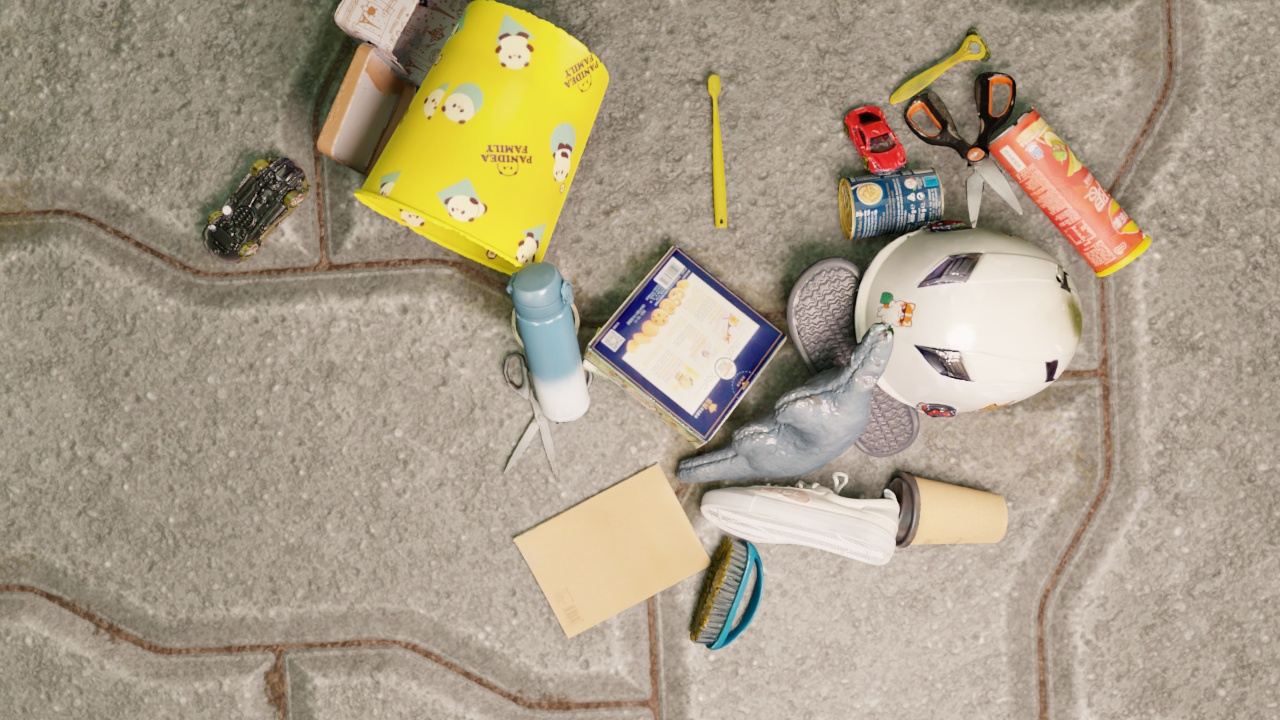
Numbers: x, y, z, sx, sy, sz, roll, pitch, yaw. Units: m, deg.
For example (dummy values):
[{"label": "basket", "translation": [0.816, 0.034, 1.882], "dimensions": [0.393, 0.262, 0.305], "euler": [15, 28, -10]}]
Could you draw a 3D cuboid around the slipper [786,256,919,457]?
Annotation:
[{"label": "slipper", "translation": [0.258, -0.006, 1.128], "dimensions": [0.111, 0.083, 0.268], "euler": [-23, 108, 13]}]

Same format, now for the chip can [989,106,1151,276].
[{"label": "chip can", "translation": [0.513, -0.202, 1.107], "dimensions": [0.073, 0.073, 0.216], "euler": [-42, 90, 3]}]

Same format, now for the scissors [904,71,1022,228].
[{"label": "scissors", "translation": [0.396, -0.257, 1.070], "dimensions": [0.204, 0.022, 0.224], "euler": [-42, 51, -1]}]

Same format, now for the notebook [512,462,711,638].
[{"label": "notebook", "translation": [-0.036, 0.245, 1.175], "dimensions": [0.211, 0.012, 0.149], "euler": [-28, 92, 3]}]

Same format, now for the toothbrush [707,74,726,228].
[{"label": "toothbrush", "translation": [0.097, -0.261, 1.151], "dimensions": [0.016, 0.016, 0.190], "euler": [-3, 93, 1]}]

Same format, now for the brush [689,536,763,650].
[{"label": "brush", "translation": [0.115, 0.296, 1.151], "dimensions": [0.073, 0.055, 0.144], "euler": [20, 92, -14]}]

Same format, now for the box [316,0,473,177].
[{"label": "box", "translation": [-0.300, -0.349, 1.082], "dimensions": [0.082, 0.177, 0.261], "euler": [27, 92, 1]}]

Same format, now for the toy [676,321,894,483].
[{"label": "toy", "translation": [0.189, 0.071, 1.070], "dimensions": [0.137, 0.358, 0.091], "euler": [17, 49, -28]}]

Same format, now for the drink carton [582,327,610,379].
[{"label": "drink carton", "translation": [-0.007, 0.007, 1.147], "dimensions": [0.122, 0.045, 0.053], "euler": [21, 77, 1]}]

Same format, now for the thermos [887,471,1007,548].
[{"label": "thermos", "translation": [0.367, 0.187, 1.122], "dimensions": [0.143, 0.093, 0.093], "euler": [7, 92, -6]}]

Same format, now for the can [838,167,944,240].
[{"label": "can", "translation": [0.304, -0.191, 1.114], "dimensions": [0.111, 0.075, 0.075], "euler": [-7, 92, 2]}]

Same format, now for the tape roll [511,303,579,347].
[{"label": "tape roll", "translation": [-0.120, -0.049, 1.161], "dimensions": [0.086, 0.014, 0.085], "euler": [0, 84, 2]}]

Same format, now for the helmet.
[{"label": "helmet", "translation": [0.393, -0.046, 1.038], "dimensions": [0.273, 0.157, 0.230], "euler": [4, 90, -31]}]

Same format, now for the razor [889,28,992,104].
[{"label": "razor", "translation": [0.366, -0.356, 1.132], "dimensions": [0.132, 0.028, 0.043], "euler": [-32, 94, 5]}]

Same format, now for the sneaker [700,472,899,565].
[{"label": "sneaker", "translation": [0.192, 0.174, 1.111], "dimensions": [0.243, 0.089, 0.090], "euler": [7, 54, 27]}]

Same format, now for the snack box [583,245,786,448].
[{"label": "snack box", "translation": [0.055, -0.018, 1.112], "dimensions": [0.182, 0.046, 0.177], "euler": [40, 69, 1]}]

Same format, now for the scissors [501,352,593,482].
[{"label": "scissors", "translation": [-0.129, 0.067, 1.170], "dimensions": [0.159, 0.014, 0.181], "euler": [44, 92, 1]}]

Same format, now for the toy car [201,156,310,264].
[{"label": "toy car", "translation": [-0.488, -0.190, 1.163], "dimensions": [0.070, 0.042, 0.158], "euler": [45, 92, 0]}]

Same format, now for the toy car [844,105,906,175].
[{"label": "toy car", "translation": [0.286, -0.267, 1.112], "dimensions": [0.049, 0.031, 0.106], "euler": [-17, 58, 0]}]

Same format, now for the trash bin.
[{"label": "trash bin", "translation": [-0.170, -0.253, 1.066], "dimensions": [0.229, 0.229, 0.255], "euler": [25, 87, 1]}]

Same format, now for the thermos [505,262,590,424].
[{"label": "thermos", "translation": [-0.102, -0.018, 1.060], "dimensions": [0.070, 0.221, 0.070], "euler": [-3, 48, 3]}]
